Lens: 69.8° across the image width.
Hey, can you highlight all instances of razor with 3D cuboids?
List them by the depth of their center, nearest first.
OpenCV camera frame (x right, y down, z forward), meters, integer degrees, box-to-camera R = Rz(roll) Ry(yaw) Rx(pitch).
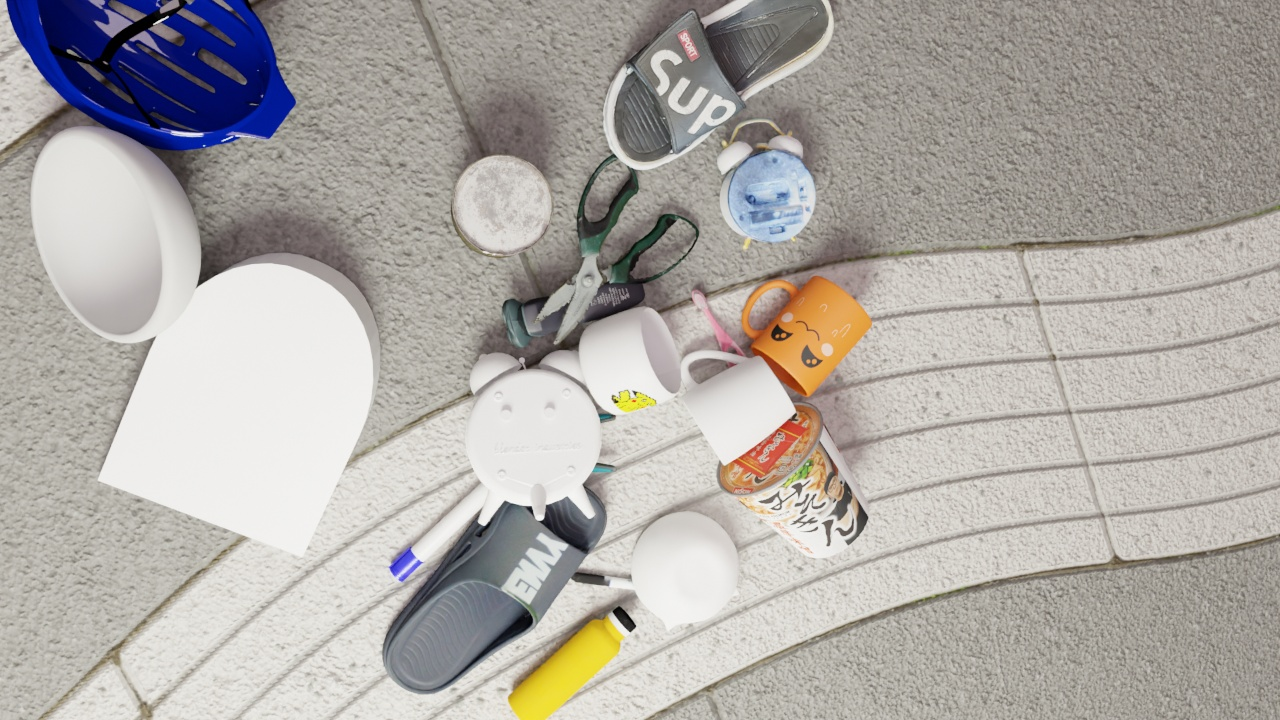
[{"bbox_3d":[-0.063,-0.051,0.885,0.142,0.052,0.047,-16,94,-15],"label":"razor"}]

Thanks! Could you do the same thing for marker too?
[{"bbox_3d":[-0.187,0.160,0.898,0.141,0.020,0.020,-43,103,-4],"label":"marker"},{"bbox_3d":[0.002,0.234,0.951,0.152,0.011,0.011,11,94,-13],"label":"marker"}]

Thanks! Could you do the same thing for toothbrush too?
[{"bbox_3d":[0.089,-0.015,0.936,0.021,0.016,0.135,-32,102,7],"label":"toothbrush"}]

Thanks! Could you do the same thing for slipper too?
[{"bbox_3d":[0.077,-0.285,0.880,0.263,0.063,0.111,-33,102,-9],"label":"slipper"},{"bbox_3d":[-0.144,0.221,0.883,0.268,0.083,0.110,-45,101,-2],"label":"slipper"}]

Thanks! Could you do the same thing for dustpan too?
[{"bbox_3d":[-0.350,0.029,0.848,0.191,0.053,0.258,25,102,-14],"label":"dustpan"}]

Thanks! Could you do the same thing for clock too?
[{"bbox_3d":[-0.100,0.069,0.858,0.125,0.073,0.160,-2,79,-9],"label":"clock"},{"bbox_3d":[0.122,-0.176,0.906,0.088,0.052,0.125,-9,98,-10],"label":"clock"}]

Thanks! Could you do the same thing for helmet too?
[{"bbox_3d":[-0.382,-0.263,0.700,0.241,0.228,0.147,33,72,-13],"label":"helmet"}]

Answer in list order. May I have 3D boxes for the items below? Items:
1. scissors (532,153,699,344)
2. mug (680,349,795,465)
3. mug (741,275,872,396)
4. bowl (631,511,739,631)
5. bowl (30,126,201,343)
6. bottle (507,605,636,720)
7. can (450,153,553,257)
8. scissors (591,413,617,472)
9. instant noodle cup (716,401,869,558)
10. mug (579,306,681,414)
[{"bbox_3d":[-0.018,-0.086,0.882,0.137,0.015,0.209,30,73,-19],"label":"scissors"},{"bbox_3d":[0.090,0.033,0.911,0.087,0.081,0.114,-33,74,2],"label":"mug"},{"bbox_3d":[0.158,-0.035,0.926,0.112,0.077,0.096,41,87,18],"label":"mug"},{"bbox_3d":[0.051,0.214,0.930,0.114,0.051,0.114,0,89,-14],"label":"bowl"},{"bbox_3d":[-0.426,-0.107,0.769,0.177,0.066,0.177,9,110,26],"label":"bowl"},{"bbox_3d":[-0.066,0.307,0.928,0.143,0.043,0.043,-41,103,-5],"label":"bottle"},{"bbox_3d":[-0.129,-0.140,0.846,0.089,0.074,0.090,-1,95,-12],"label":"can"},{"bbox_3d":[-0.087,0.083,0.908,0.154,0.019,0.126,41,82,-6],"label":"scissors"},{"bbox_3d":[0.162,0.127,0.924,0.123,0.123,0.122,-43,112,-4],"label":"instant noodle cup"},{"bbox_3d":[-0.005,0.005,0.880,0.068,0.115,0.094,-18,59,21],"label":"mug"}]
